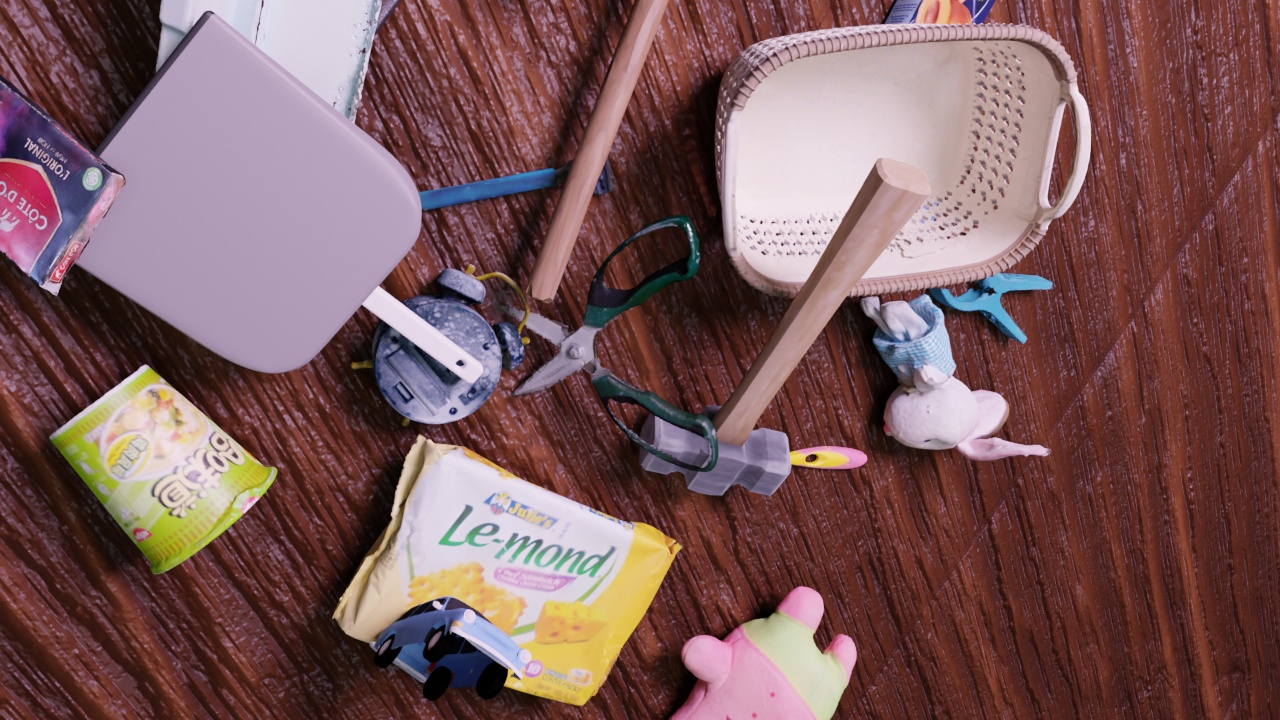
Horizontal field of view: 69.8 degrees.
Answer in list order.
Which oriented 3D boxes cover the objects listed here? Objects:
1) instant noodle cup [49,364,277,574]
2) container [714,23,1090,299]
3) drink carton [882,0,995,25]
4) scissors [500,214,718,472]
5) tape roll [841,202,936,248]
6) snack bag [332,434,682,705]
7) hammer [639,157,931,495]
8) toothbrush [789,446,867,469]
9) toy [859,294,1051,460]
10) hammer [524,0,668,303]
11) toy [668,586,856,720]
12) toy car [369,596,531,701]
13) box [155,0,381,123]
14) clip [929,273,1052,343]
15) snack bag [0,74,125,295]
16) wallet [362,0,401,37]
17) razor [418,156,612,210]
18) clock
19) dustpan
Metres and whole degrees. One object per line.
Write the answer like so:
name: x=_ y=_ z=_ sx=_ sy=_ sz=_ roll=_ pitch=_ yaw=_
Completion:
instant noodle cup: x=-0.311 y=0.065 z=0.594 sx=0.099 sy=0.099 sz=0.108 roll=-39 pitch=108 yaw=-7
container: x=0.166 y=-0.151 z=0.656 sx=0.246 sy=0.142 sz=0.185 roll=-5 pitch=121 yaw=-5
drink carton: x=0.226 y=-0.254 z=0.735 sx=0.064 sy=0.040 sz=0.130 roll=25 pitch=96 yaw=-26
scissors: x=-0.004 y=0.004 z=0.668 sx=0.202 sy=0.015 sz=0.204 roll=-35 pitch=96 yaw=29
tape roll: x=0.209 y=-0.128 z=0.780 sx=0.093 sy=0.016 sz=0.091 roll=-30 pitch=115 yaw=-11
snack bag: x=-0.099 y=0.167 z=0.719 sx=0.247 sy=0.068 sz=0.159 roll=28 pitch=94 yaw=-25
hammer: x=0.104 y=-0.009 z=0.657 sx=0.117 sy=0.051 sz=0.324 roll=13 pitch=137 yaw=-14
toothbrush: x=0.147 y=0.088 z=0.824 sx=0.135 sy=0.016 sz=0.021 roll=2 pitch=103 yaw=-25
toy: x=0.251 y=0.025 z=0.805 sx=0.106 sy=0.131 sz=0.205 roll=-41 pitch=111 yaw=12
hammer: x=-0.013 y=-0.195 z=0.629 sx=0.052 sy=0.098 sz=0.328 roll=18 pitch=100 yaw=-26
toy: x=0.091 y=0.314 z=0.830 sx=0.237 sy=0.097 sz=0.192 roll=-37 pitch=108 yaw=1
toy car: x=-0.126 y=0.188 z=0.607 sx=0.056 sy=0.154 sz=0.054 roll=42 pitch=53 yaw=-17
box: x=-0.226 y=-0.174 z=0.547 sx=0.125 sy=0.075 sz=0.198 roll=6 pitch=118 yaw=-32
clip: x=0.312 y=-0.050 z=0.843 sx=0.126 sy=0.028 sz=0.113 roll=28 pitch=92 yaw=-27
snack bag: x=-0.353 y=-0.110 z=0.507 sx=0.155 sy=0.018 sz=0.074 roll=36 pitch=94 yaw=14
wallet: x=-0.191 y=-0.274 z=0.568 sx=0.120 sy=0.031 sz=0.099 roll=36 pitch=89 yaw=-25
razor: x=-0.088 y=-0.127 z=0.659 sx=0.143 sy=0.022 sz=0.042 roll=-15 pitch=110 yaw=-16
clock: x=-0.136 y=-0.012 z=0.658 sx=0.129 sy=0.052 sz=0.090 roll=-37 pitch=116 yaw=-7
dustpan: x=-0.199 y=-0.059 z=0.566 sx=0.257 sy=0.033 sz=0.163 roll=40 pitch=101 yaw=-25
